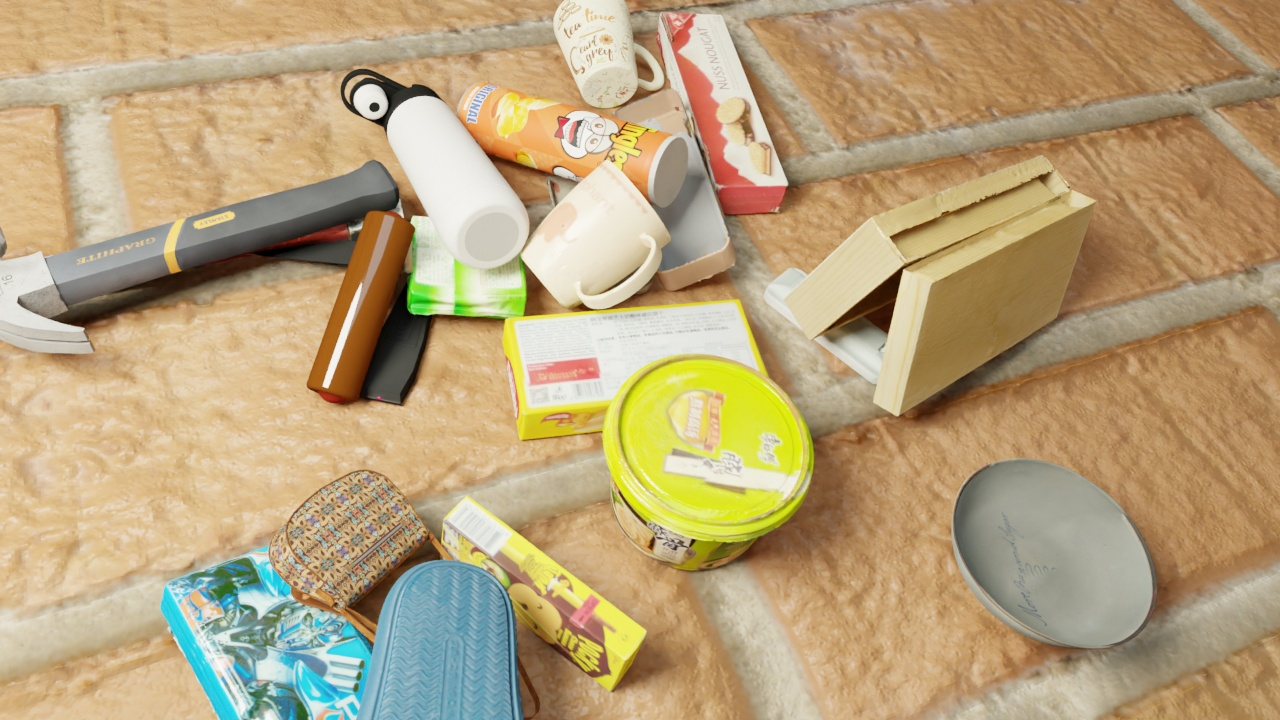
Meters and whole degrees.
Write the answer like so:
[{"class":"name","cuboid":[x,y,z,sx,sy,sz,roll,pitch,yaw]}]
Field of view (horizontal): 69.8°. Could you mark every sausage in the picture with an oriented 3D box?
[{"class":"sausage","cuboid":[-0.212,-0.042,0.698,0.040,0.040,0.155,15,78,0]}]

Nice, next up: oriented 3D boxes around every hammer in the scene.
[{"class":"hammer","cuboid":[-0.340,-0.098,0.706,0.311,0.035,0.139,-24,61,-26]},{"class":"hammer","cuboid":[-0.350,-0.081,0.734,0.325,0.036,0.140,-13,56,-19]}]

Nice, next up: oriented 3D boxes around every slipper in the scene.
[{"class":"slipper","cuboid":[-0.112,0.214,0.499,0.103,0.059,0.213,9,55,-23]}]

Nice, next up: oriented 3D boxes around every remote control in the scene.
[{"class":"remote control","cuboid":[0.172,-0.033,0.808,0.133,0.022,0.050,40,57,17]},{"class":"remote control","cuboid":[-0.190,-0.019,0.734,0.039,0.010,0.124,11,52,-3]}]

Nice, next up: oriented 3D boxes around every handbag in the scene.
[{"class":"handbag","cuboid":[-0.140,0.156,0.578,0.196,0.043,0.093,41,33,4]}]

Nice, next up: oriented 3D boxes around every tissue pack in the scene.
[{"class":"tissue pack","cuboid":[-0.146,-0.078,0.760,0.099,0.034,0.113,3,45,-15]}]

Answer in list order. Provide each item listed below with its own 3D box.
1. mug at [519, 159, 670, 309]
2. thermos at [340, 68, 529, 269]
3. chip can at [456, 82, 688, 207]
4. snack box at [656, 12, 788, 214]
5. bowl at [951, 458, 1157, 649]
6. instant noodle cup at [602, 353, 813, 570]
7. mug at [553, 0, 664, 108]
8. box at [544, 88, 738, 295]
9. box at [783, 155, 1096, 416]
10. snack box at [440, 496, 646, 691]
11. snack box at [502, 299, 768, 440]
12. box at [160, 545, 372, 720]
[{"class":"mug","cuboid":[-0.033,-0.088,0.736,0.104,0.085,0.111,-39,50,0]},{"class":"thermos","cuboid":[-0.176,-0.167,0.766,0.101,0.069,0.230,14,29,-41]},{"class":"chip can","cuboid":[-0.064,-0.196,0.823,0.210,0.062,0.062,22,52,23]},{"class":"snack box","cuboid":[0.078,-0.262,0.942,0.076,0.044,0.272,-3,55,-13]},{"class":"bowl","cuboid":[0.293,0.149,0.677,0.150,0.057,0.150,5,53,-7]},{"class":"instant noodle cup","cuboid":[0.041,0.078,0.654,0.146,0.098,0.146,5,53,-7]},{"class":"mug","cuboid":[-0.025,-0.313,0.953,0.121,0.081,0.097,9,56,-39]},{"class":"box","cuboid":[-0.008,-0.155,0.847,0.157,0.063,0.216,-10,57,-8]},{"class":"box","cuboid":[0.267,-0.076,0.771,0.248,0.141,0.148,-24,66,-34]},{"class":"snack box","cuboid":[-0.067,0.153,0.601,0.149,0.061,0.025,34,52,14]},{"class":"snack box","cuboid":[-0.004,0.004,0.734,0.200,0.042,0.092,-6,55,-15]},{"class":"box","cuboid":[-0.188,0.224,0.541,0.090,0.066,0.243,-16,56,-47]}]
